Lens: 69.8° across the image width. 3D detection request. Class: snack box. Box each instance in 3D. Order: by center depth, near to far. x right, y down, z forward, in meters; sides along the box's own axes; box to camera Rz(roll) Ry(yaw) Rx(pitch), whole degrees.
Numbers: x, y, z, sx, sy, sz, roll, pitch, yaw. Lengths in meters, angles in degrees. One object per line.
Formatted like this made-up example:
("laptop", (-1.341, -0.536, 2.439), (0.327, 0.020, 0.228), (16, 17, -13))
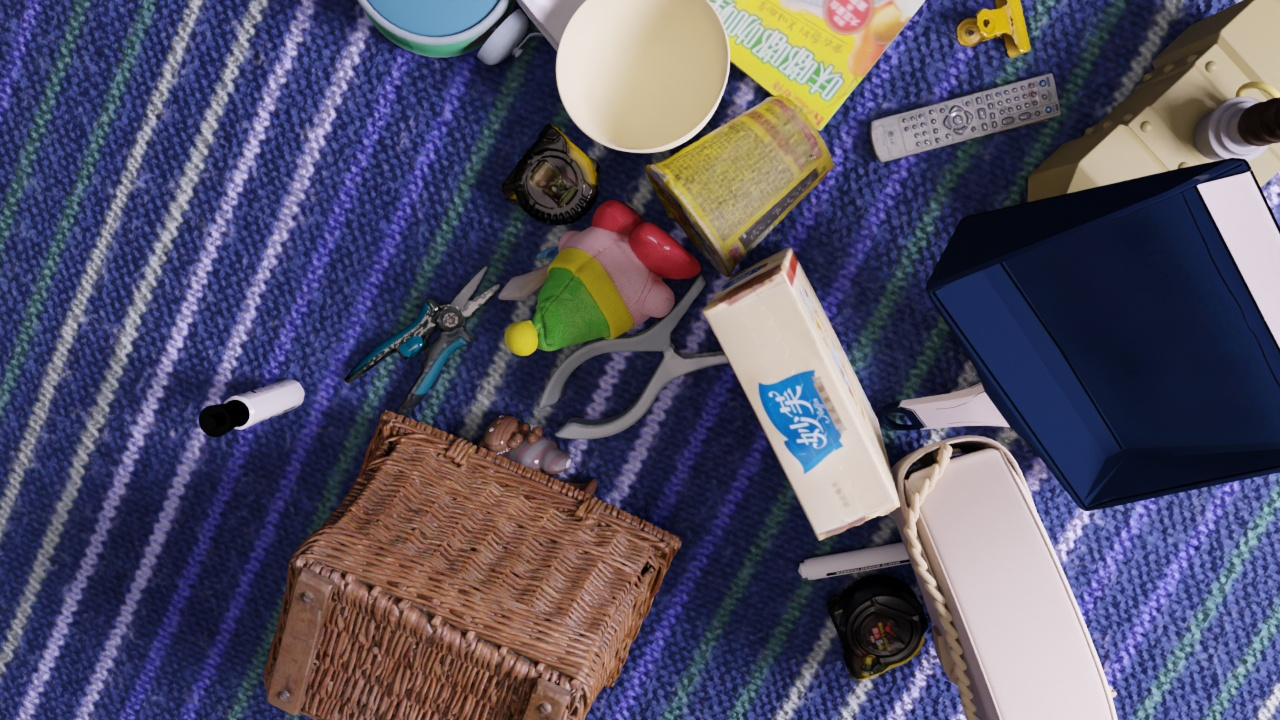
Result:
("snack box", (0.108, 0.009, 0.612), (0.055, 0.207, 0.153), (-26, 95, 14))
("snack box", (0.130, -0.271, 0.648), (0.132, 0.027, 0.168), (36, 106, -9))

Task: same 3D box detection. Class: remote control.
("remote control", (0.237, -0.177, 0.675), (0.136, 0.013, 0.033), (-14, 96, 6))

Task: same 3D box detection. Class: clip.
("clip", (0.256, -0.242, 0.658), (0.046, 0.035, 0.053), (-15, 98, -2))
("clip", (-0.011, -0.008, 0.710), (0.163, 0.028, 0.108), (-27, 97, 6))

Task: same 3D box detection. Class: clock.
("clock", (-0.130, -0.280, 0.664), (0.161, 0.075, 0.122), (16, 98, -11))

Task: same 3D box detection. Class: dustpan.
("dustpan", (0.287, 0.010, 0.616), (0.236, 0.274, 0.080), (47, 62, -23))

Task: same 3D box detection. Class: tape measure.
("tape measure", (-0.064, -0.133, 0.692), (0.062, 0.038, 0.067), (41, 98, -2))
("tape measure", (0.186, 0.205, 0.717), (0.072, 0.042, 0.071), (-20, 95, 11))

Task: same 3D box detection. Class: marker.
("marker", (-0.290, 0.035, 0.686), (0.025, 0.125, 0.025), (1, 97, 4))
("marker", (0.190, 0.153, 0.720), (0.133, 0.017, 0.020), (-11, 123, 6))

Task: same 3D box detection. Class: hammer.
("hammer", (0.370, -0.137, 0.510), (0.190, 0.324, 0.100), (-44, 92, 5))

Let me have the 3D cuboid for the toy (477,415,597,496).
("toy", (-0.084, 0.077, 0.721), (0.102, 0.041, 0.055), (18, 121, 10))

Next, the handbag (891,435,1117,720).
("handbag", (0.235, 0.151, 0.599), (0.103, 0.210, 0.208), (-20, 79, 9))

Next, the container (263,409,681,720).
("container", (-0.126, 0.179, 0.646), (0.250, 0.182, 0.162), (23, 115, 3))

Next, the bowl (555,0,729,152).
("bowl", (0.007, -0.197, 0.645), (0.118, 0.074, 0.118), (0, 90, 11))

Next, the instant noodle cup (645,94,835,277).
("instant noodle cup", (0.073, -0.130, 0.655), (0.108, 0.102, 0.102), (-38, 93, 1))

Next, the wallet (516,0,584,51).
("wallet", (-0.027, -0.272, 0.657), (0.116, 0.032, 0.086), (-43, 128, 0))

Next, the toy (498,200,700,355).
("toy", (-0.042, -0.057, 0.668), (0.124, 0.096, 0.131), (41, 96, 27))

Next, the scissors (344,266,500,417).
("scissors", (-0.173, -0.010, 0.726), (0.149, 0.019, 0.122), (-7, 96, 3))
